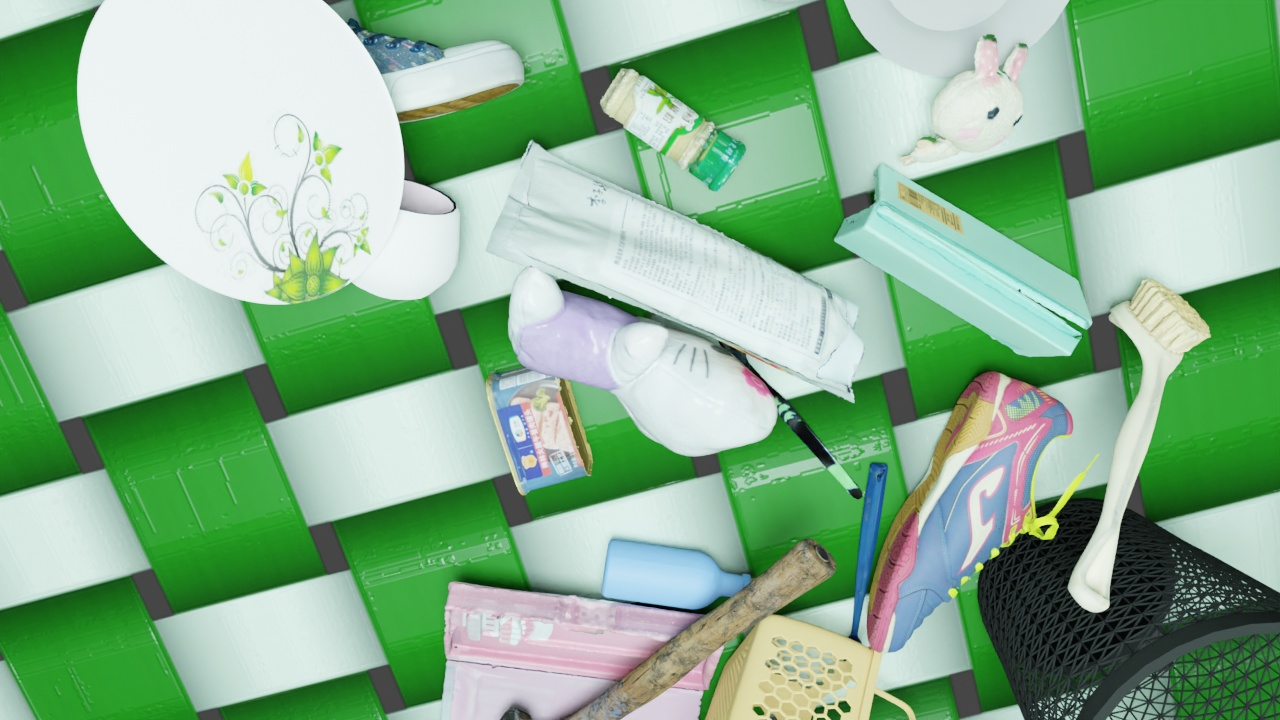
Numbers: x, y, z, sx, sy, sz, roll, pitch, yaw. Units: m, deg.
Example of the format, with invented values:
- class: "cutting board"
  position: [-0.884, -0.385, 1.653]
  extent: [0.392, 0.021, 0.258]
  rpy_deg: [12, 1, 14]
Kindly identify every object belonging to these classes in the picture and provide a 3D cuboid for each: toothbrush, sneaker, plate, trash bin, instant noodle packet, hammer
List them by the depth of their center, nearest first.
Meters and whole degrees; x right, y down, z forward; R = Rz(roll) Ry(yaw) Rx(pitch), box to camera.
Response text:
- class: "plate"
  position: [-0.264, -0.150, 0.620]
  extent: [0.229, 0.030, 0.230]
  rpy_deg: [4, 116, 9]
- class: "sneaker"
  position: [-0.202, -0.207, 0.650]
  extent: [0.235, 0.087, 0.079]
  rpy_deg: [-8, 101, 6]
- class: "instant noodle packet"
  position: [0.030, -0.060, 0.651]
  extent: [0.269, 0.146, 0.057]
  rpy_deg: [22, 127, -11]
- class: "plate"
  position: [0.224, -0.292, 0.652]
  extent: [0.173, 0.019, 0.173]
  rpy_deg: [0, 105, 1]
- class: "trash bin"
  position: [0.370, 0.225, 0.674]
  extent: [0.217, 0.243, 0.217]
  rpy_deg: [0, 105, 1]
- class: "sneaker"
  position: [0.258, 0.132, 0.716]
  extent: [0.091, 0.116, 0.242]
  rpy_deg: [25, 98, 4]
- class: "hammer"
  position: [0.029, 0.247, 0.733]
  extent: [0.120, 0.033, 0.331]
  rpy_deg: [36, 117, -23]
- class: "toothbrush"
  position: [0.124, 0.048, 0.748]
  extent: [0.014, 0.017, 0.188]
  rpy_deg: [-40, 102, 8]
- class: "toothbrush"
  position: [0.192, 0.178, 0.781]
  extent: [0.016, 0.017, 0.190]
  rpy_deg: [4, 105, -1]

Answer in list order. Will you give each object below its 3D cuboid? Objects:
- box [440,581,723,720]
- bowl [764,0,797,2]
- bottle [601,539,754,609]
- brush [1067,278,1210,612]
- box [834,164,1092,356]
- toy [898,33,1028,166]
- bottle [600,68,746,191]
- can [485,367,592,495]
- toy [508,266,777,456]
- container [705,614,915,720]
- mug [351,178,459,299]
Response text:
- class: "box"
  position: [-0.055, 0.269, 0.796]
  extent: [0.233, 0.055, 0.180]
  rpy_deg: [9, 121, -2]
- class: "bowl"
  position: [0.100, -0.311, 0.618]
  extent: [0.132, 0.064, 0.132]
  rpy_deg: [4, 102, 18]
- class: "bottle"
  position: [0.035, 0.183, 0.769]
  extent: [0.131, 0.048, 0.048]
  rpy_deg: [8, 105, -2]
- class: "brush"
  position: [0.345, 0.052, 0.646]
  extent: [0.062, 0.077, 0.271]
  rpy_deg: [27, 63, 3]
- class: "box"
  position: [0.251, -0.081, 0.687]
  extent: [0.188, 0.077, 0.079]
  rpy_deg: [30, 87, -5]
- class: "toy"
  position: [0.238, -0.177, 0.657]
  extent: [0.050, 0.087, 0.112]
  rpy_deg: [46, 121, 33]
- class: "bottle"
  position: [0.023, -0.171, 0.677]
  extent: [0.110, 0.042, 0.043]
  rpy_deg: [34, 103, -7]
- class: "can"
  position: [-0.080, 0.051, 0.732]
  extent: [0.059, 0.054, 0.100]
  rpy_deg: [-16, 105, 4]
- class: "toy"
  position: [-0.004, 0.004, 0.675]
  extent: [0.209, 0.138, 0.085]
  rpy_deg: [28, 88, -6]
- class: "container"
  position: [0.136, 0.319, 0.725]
  extent: [0.167, 0.182, 0.129]
  rpy_deg: [27, 130, 3]
- class: "mug"
  position: [-0.194, -0.094, 0.680]
  extent: [0.124, 0.090, 0.076]
  rpy_deg: [26, 115, 12]
